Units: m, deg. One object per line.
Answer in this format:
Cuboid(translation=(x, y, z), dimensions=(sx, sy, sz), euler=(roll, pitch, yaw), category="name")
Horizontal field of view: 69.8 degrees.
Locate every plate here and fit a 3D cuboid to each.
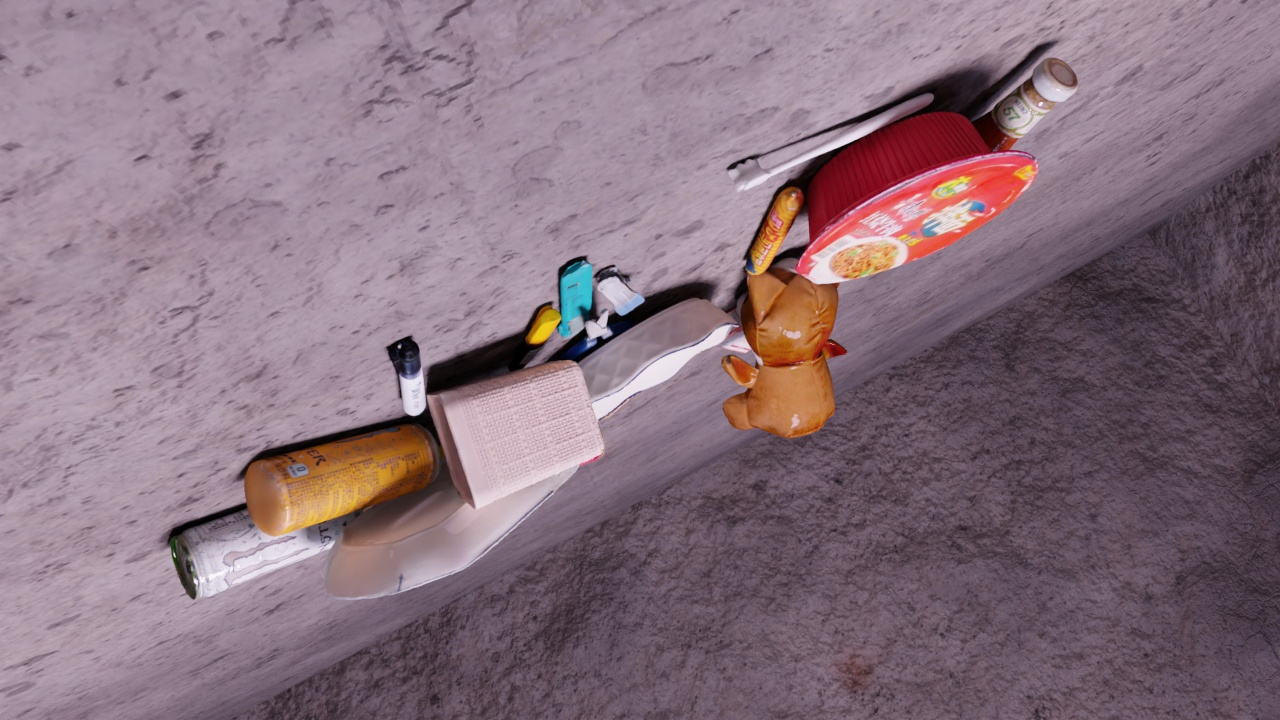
Cuboid(translation=(-0.005, 0.005, 0.863), dimensions=(0.205, 0.045, 0.205), euler=(-31, 175, -3), category="plate")
Cuboid(translation=(-0.163, 0.121, 0.798), dimensions=(0.162, 0.034, 0.264), euler=(-8, -164, 30), category="plate")

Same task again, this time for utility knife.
Cuboid(translation=(-0.049, -0.042, 0.690), dimensions=(0.029, 0.012, 0.151), euler=(-29, 168, -11), category="utility knife")

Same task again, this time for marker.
Cuboid(translation=(-0.086, -0.014, 0.727), dimensions=(0.018, 0.015, 0.124), euler=(-21, 168, -26), category="marker")
Cuboid(translation=(-0.166, 0.015, 0.656), dimensions=(0.022, 0.018, 0.131), euler=(-15, 164, -17), category="marker")

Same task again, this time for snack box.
Cuboid(translation=(0.131, -0.042, 1.067), dimensions=(0.077, 0.027, 0.155), euler=(-32, 168, 15), category="snack box")

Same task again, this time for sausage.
Cuboid(translation=(0.110, -0.105, 0.768), dimensions=(0.021, 0.021, 0.165), euler=(-26, 168, -11), category="sausage")

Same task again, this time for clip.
Cuboid(translation=(-0.020, -0.056, 0.693), dimensions=(0.027, 0.045, 0.058), euler=(-29, 163, 9), category="clip")

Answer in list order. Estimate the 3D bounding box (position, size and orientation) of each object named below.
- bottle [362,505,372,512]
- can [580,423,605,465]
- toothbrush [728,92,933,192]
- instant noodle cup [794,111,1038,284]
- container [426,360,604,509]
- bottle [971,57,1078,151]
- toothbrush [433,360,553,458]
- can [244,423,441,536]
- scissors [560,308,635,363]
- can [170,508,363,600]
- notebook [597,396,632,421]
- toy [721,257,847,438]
Cuboid(translation=(-0.281, 0.190, 1.066), dimensions=(0.079, 0.044, 0.195), euler=(-28, 169, -17), category="bottle")
Cuboid(translation=(-0.107, 0.106, 1.028), dimensions=(0.132, 0.053, 0.053), euler=(-19, 165, -36), category="can")
Cuboid(translation=(0.136, -0.156, 0.637), dimensions=(0.179, 0.016, 0.016), euler=(-26, 173, -20), category="toothbrush")
Cuboid(translation=(0.203, -0.131, 0.720), dimensions=(0.194, 0.065, 0.194), euler=(-19, 165, -5), category="instant noodle cup")
Cuboid(translation=(-0.098, 0.052, 0.722), dimensions=(0.110, 0.090, 0.090), euler=(-19, -175, -20), category="container")
Cuboid(translation=(0.279, -0.174, 0.776), dimensions=(0.059, 0.059, 0.207), euler=(-21, 166, -31), category="bottle")
Cuboid(translation=(-0.143, 0.054, 0.871), dimensions=(0.191, 0.016, 0.015), euler=(-35, 166, 30), category="toothbrush")
Cuboid(translation=(-0.231, 0.091, 0.723), dimensions=(0.058, 0.058, 0.145), euler=(-38, 165, 37), category="can")
Cuboid(translation=(-0.045, -0.017, 0.766), dimensions=(0.125, 0.012, 0.173), euler=(-31, 174, 22), category="scissors")
Cuboid(translation=(-0.313, 0.148, 0.779), dimensions=(0.146, 0.058, 0.058), euler=(-19, 165, -40), category="can")
Cuboid(translation=(-0.083, 0.063, 1.059), dimensions=(0.210, 0.012, 0.150), euler=(-18, 164, -39), category="notebook")
Cuboid(translation=(0.146, -0.022, 0.935), dimensions=(0.139, 0.130, 0.200), euler=(-27, 135, -29), category="toy")
